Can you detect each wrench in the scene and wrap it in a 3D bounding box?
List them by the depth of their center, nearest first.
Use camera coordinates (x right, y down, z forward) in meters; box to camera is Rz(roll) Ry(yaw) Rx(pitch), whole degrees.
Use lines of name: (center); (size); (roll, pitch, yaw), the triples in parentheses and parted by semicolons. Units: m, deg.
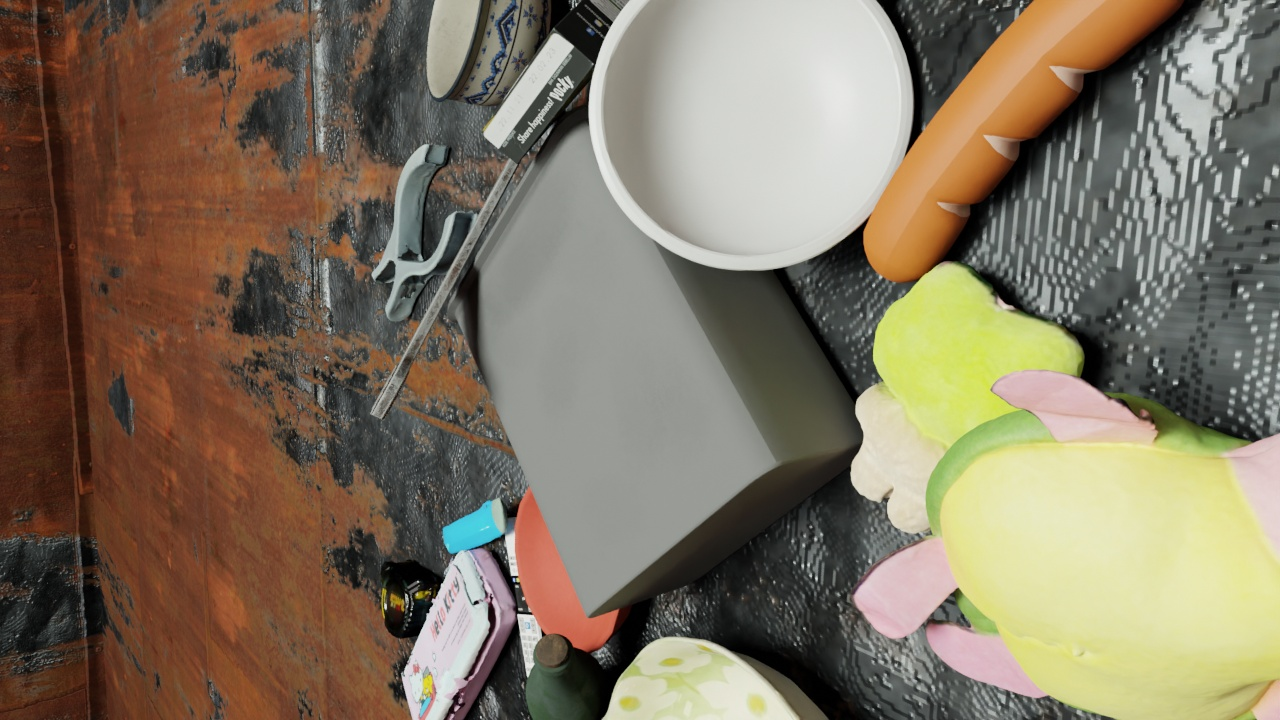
wrench: (-0.101, -0.083, 0.572); (0.272, 0.010, 0.070); (-67, 15, -21)

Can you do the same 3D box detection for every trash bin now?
trash bin: (-0.003, 0.003, 0.526); (0.192, 0.097, 0.219); (-48, 60, 41)

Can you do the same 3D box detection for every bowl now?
bowl: (0.052, -0.117, 0.444); (0.043, 0.149, 0.149); (-42, -51, -85)
bowl: (0.060, 0.241, 0.505); (0.220, 0.060, 0.188); (-12, 84, 50)
bowl: (-0.040, 0.137, 0.631); (0.122, 0.035, 0.122); (8, 100, 49)
bowl: (-0.101, -0.230, 0.633); (0.116, 0.059, 0.115); (-20, 67, 57)

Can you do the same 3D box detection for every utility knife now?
utility knife: (-0.138, 0.138, 0.757); (0.159, 0.015, 0.031); (-29, 75, 55)

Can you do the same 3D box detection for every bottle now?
bottle: (-0.046, 0.204, 0.571); (0.055, 0.055, 0.174); (57, 164, 29)

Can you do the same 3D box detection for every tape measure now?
tape measure: (-0.210, 0.223, 0.847); (0.067, 0.038, 0.062); (9, 93, 46)

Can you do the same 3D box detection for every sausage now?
sausage: (0.147, -0.097, 0.376); (0.044, 0.039, 0.165); (45, 130, 13)

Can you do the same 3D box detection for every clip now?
clip: (-0.179, -0.081, 0.778); (0.143, 0.029, 0.172); (57, 134, 31)

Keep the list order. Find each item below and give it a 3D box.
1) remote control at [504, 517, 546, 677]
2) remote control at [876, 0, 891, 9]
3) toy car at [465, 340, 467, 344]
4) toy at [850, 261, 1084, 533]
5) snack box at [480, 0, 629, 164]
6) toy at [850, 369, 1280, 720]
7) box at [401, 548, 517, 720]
remote control: (-0.086, 0.183, 0.711); (0.028, 0.011, 0.124); (-15, 83, 50)
remote control: (0.080, -0.229, 0.456); (0.152, 0.020, 0.041); (55, 131, 31)
toy car: (-0.098, -0.022, 0.685); (0.091, 0.036, 0.042); (5, 98, 44)
toy: (0.133, 0.021, 0.400); (0.092, 0.046, 0.115); (42, 120, 36)
snack box: (-0.027, -0.177, 0.507); (0.025, 0.147, 0.080); (39, 137, -12)
toy: (0.180, 0.069, 0.315); (0.190, 0.087, 0.239); (50, 136, -4)
box: (-0.162, 0.243, 0.781); (0.086, 0.044, 0.203); (56, 134, 33)
